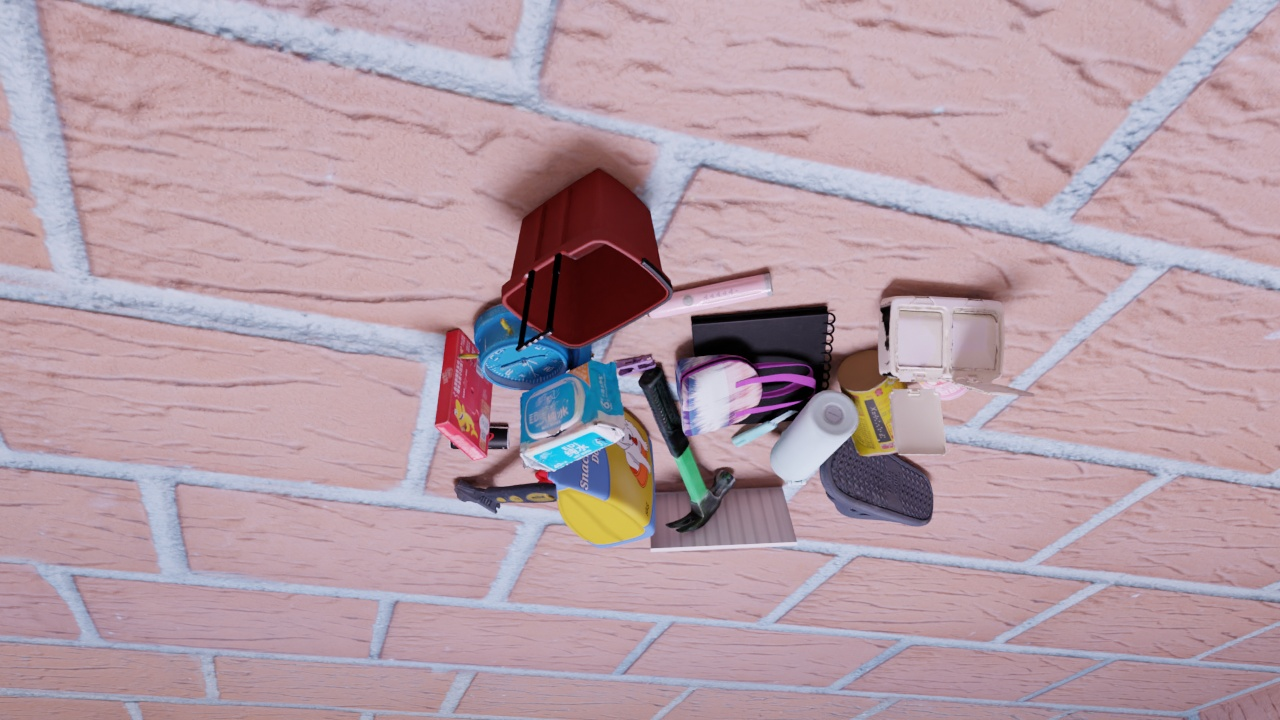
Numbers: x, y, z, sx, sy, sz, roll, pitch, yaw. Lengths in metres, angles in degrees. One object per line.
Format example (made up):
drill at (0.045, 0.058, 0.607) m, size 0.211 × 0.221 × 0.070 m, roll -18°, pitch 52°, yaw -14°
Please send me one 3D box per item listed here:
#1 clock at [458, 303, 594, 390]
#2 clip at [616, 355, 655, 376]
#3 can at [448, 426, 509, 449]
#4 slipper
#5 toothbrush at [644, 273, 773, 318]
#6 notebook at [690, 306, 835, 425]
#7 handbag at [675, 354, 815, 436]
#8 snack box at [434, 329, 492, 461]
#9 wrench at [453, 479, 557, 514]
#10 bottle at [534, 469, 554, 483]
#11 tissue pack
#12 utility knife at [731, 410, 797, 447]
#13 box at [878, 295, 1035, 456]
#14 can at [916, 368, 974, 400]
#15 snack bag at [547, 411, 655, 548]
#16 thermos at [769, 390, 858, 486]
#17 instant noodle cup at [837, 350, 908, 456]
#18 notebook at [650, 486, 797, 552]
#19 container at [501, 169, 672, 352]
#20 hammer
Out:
clock at (-0.122, -0.009, 1.084) m, size 0.161 × 0.060 × 0.117 m, roll 22°, pitch 137°, yaw -33°
clip at (-0.007, 0.006, 1.151) m, size 0.052 × 0.013 × 0.036 m, roll -15°, pitch 143°, yaw 14°
can at (-0.221, 0.107, 1.263) m, size 0.080 × 0.031 × 0.032 m, roll 0°, pitch 144°, yaw -4°
slipper at (0.332, 0.181, 1.349) m, size 0.268 × 0.110 × 0.084 m, roll 23°, pitch 154°, yaw -38°
toothbrush at (0.040, -0.064, 1.043) m, size 0.223 × 0.027 × 0.026 m, roll -11°, pitch 172°, yaw 12°
notebook at (0.156, 0.014, 1.166) m, size 0.169 × 0.019 × 0.232 m, roll -4°, pitch 144°, yaw 5°
handbag at (0.132, 0.037, 1.138) m, size 0.170 × 0.068 × 0.145 m, roll -7°, pitch 144°, yaw 0°
snack box at (-0.206, 0.041, 1.086) m, size 0.021 × 0.132 × 0.089 m, roll -14°, pitch 142°, yaw 17°
wrench at (-0.190, 0.192, 1.320) m, size 0.073 × 0.022 × 0.274 m, roll 44°, pitch 148°, yaw -24°
bottle at (-0.088, 0.188, 1.374) m, size 0.141 × 0.041 × 0.042 m, roll 12°, pitch 142°, yaw -18°
tissue pack at (-0.084, 0.066, 1.065) m, size 0.145 × 0.092 × 0.061 m, roll -26°, pitch 144°, yaw 27°
utility knife at (0.168, 0.094, 1.250) m, size 0.022 × 0.015 × 0.159 m, roll 16°, pitch 155°, yaw -19°
box at (0.352, 0.007, 1.021) m, size 0.145 × 0.186 × 0.101 m, roll 0°, pitch 163°, yaw -11°
can at (0.365, 0.004, 1.121) m, size 0.067 × 0.067 × 0.076 m, roll -24°, pitch 139°, yaw 27°
snack bag at (-0.064, 0.132, 1.199) m, size 0.102 × 0.158 × 0.205 m, roll -18°, pitch 140°, yaw 20°
thermos at (0.221, 0.104, 1.201) m, size 0.065 × 0.077 × 0.207 m, roll -5°, pitch 158°, yaw -9°
instant noodle cup at (0.300, 0.046, 1.164) m, size 0.100 × 0.100 × 0.112 m, roll -17°, pitch 131°, yaw 20°
notebook at (0.119, 0.236, 1.378) m, size 0.210 × 0.142 × 0.009 m, roll -3°, pitch 116°, yaw 1°
container at (-0.055, -0.069, 0.883) m, size 0.148 × 0.200 × 0.127 m, roll -27°, pitch 137°, yaw 30°
hammer at (0.055, 0.124, 1.261) m, size 0.032 × 0.130 × 0.319 m, roll 23°, pitch 149°, yaw 36°
